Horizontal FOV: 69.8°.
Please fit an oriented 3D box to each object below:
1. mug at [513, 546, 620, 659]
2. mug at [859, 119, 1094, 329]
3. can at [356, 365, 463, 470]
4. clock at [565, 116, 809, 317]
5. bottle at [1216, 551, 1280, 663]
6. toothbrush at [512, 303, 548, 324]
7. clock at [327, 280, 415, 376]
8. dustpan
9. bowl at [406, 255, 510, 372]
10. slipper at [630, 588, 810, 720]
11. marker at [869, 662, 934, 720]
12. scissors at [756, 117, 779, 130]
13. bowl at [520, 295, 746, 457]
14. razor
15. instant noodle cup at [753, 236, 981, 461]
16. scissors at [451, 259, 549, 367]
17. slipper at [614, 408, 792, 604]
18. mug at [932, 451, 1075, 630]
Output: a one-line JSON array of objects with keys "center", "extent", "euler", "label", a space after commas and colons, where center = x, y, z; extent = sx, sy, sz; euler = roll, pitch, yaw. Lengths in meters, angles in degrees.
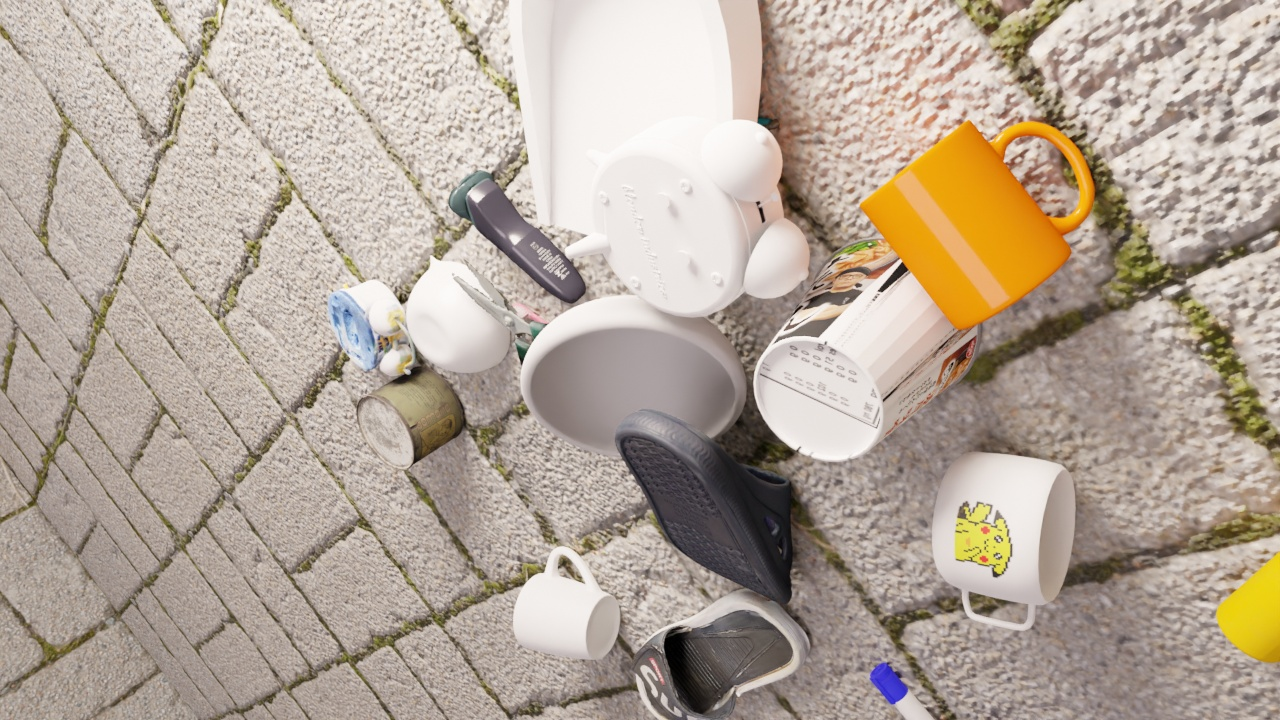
[{"center": [-0.075, 0.258, 0.977], "extent": [0.088, 0.080, 0.114], "euler": [4, 88, 31], "label": "mug"}, {"center": [0.203, -0.089, 0.534], "extent": [0.113, 0.077, 0.096], "euler": [-38, 89, 18], "label": "mug"}, {"center": [-0.247, 0.061, 0.986], "extent": [0.090, 0.074, 0.090], "euler": [20, 126, 30], "label": "can"}, {"center": [0.026, -0.090, 0.603], "extent": [0.161, 0.072, 0.125], "euler": [2, 122, 44], "label": "clock"}, {"center": [0.393, 0.115, 0.521], "extent": [0.043, 0.043, 0.144], "euler": [33, 133, 19], "label": "bottle"}, {"center": [-0.068, -0.019, 0.831], "extent": [0.135, 0.016, 0.022], "euler": [28, 140, 23], "label": "toothbrush"}, {"center": [-0.274, -0.032, 0.954], "extent": [0.125, 0.051, 0.089], "euler": [29, 134, 34], "label": "clock"}, {"center": [-0.014, -0.193, 0.633], "extent": [0.192, 0.053, 0.258], "euler": [21, 123, 32], "label": "dustpan"}, {"center": [-0.186, -0.034, 0.893], "extent": [0.115, 0.050, 0.115], "euler": [20, 127, 29], "label": "bowl"}, {"center": [0.060, 0.306, 0.901], "extent": [0.111, 0.062, 0.265], "euler": [48, 133, 4], "label": "slipper"}, {"center": [0.249, 0.319, 0.782], "extent": [0.141, 0.020, 0.020], "euler": [50, 136, 3], "label": "marker"}, {"center": [0.041, -0.148, 0.658], "extent": [0.154, 0.019, 0.126], "euler": [51, 132, 7], "label": "scissors"}, {"center": [-0.004, 0.004, 0.734], "extent": [0.176, 0.066, 0.177], "euler": [3, 140, 2], "label": "bowl"}, {"center": [-0.103, -0.103, 0.791], "extent": [0.143, 0.047, 0.052], "euler": [43, 159, 6], "label": "razor"}, {"center": [0.140, -0.002, 0.597], "extent": [0.124, 0.121, 0.124], "euler": [20, 127, 29], "label": "instant noodle cup"}, {"center": [-0.104, -0.007, 0.851], "extent": [0.210, 0.015, 0.138], "euler": [38, 144, 7], "label": "scissors"}, {"center": [0.064, 0.107, 0.748], "extent": [0.111, 0.083, 0.268], "euler": [15, 151, 36], "label": "slipper"}, {"center": [0.239, 0.120, 0.606], "extent": [0.068, 0.094, 0.115], "euler": [5, 97, 39], "label": "mug"}]
